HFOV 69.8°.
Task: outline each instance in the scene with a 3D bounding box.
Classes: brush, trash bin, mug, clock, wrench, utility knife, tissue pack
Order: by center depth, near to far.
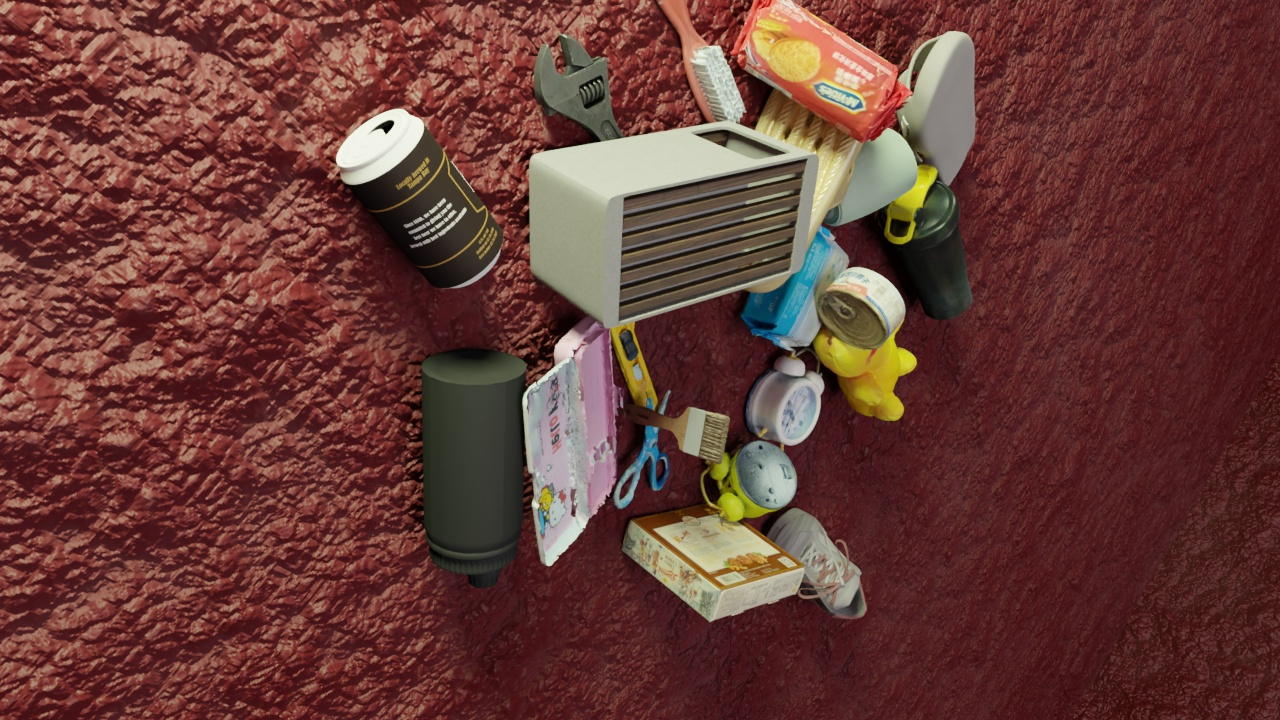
[{"bbox_3d":[0.030,-0.128,0.814,0.228,0.114,0.115,-18,127,-32],"label":"trash bin"},{"bbox_3d":[-0.014,-0.183,0.842,0.073,0.018,0.273,-52,135,-13],"label":"wrench"},{"bbox_3d":[0.055,-0.289,0.851,0.041,0.030,0.172,-48,133,-17],"label":"brush"},{"bbox_3d":[0.027,0.063,0.894,0.008,0.143,0.045,5,95,-45],"label":"brush"},{"bbox_3d":[-0.006,0.005,0.933,0.030,0.017,0.159,-32,130,-18],"label":"utility knife"},{"bbox_3d":[0.236,-0.213,1.015,0.104,0.084,0.111,-31,122,-16],"label":"mug"},{"bbox_3d":[0.173,-0.087,1.024,0.092,0.062,0.144,17,98,-50],"label":"tissue pack"},{"bbox_3d":[0.123,0.140,1.060,0.119,0.057,0.083,-4,67,-28],"label":"clock"},{"bbox_3d":[0.177,0.042,1.093,0.088,0.052,0.125,32,82,-44],"label":"clock"}]

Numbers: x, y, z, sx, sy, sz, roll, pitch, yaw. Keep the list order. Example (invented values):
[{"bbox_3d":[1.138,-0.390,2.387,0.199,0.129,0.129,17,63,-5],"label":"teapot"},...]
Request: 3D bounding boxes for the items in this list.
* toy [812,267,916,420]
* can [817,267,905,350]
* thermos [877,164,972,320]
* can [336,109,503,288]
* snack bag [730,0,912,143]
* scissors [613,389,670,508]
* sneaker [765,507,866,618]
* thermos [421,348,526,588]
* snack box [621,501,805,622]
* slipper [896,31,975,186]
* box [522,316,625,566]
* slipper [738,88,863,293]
[{"bbox_3d":[0.269,-0.018,1.124,0.194,0.088,0.134,46,58,-45],"label":"toy"},{"bbox_3d":[0.239,-0.056,0.995,0.043,0.086,0.086,-46,132,-23],"label":"can"},{"bbox_3d":[0.365,-0.139,1.161,0.098,0.098,0.221,-53,139,-12],"label":"thermos"},{"bbox_3d":[-0.163,-0.118,0.692,0.071,0.072,0.128,-49,133,-16],"label":"can"},{"bbox_3d":[0.171,-0.276,0.872,0.082,0.176,0.082,-51,170,-13],"label":"snack bag"},{"bbox_3d":[0.015,0.092,0.978,0.117,0.013,0.140,14,94,-59],"label":"scissors"},{"bbox_3d":[0.248,0.282,1.231,0.099,0.089,0.236,-54,134,-12],"label":"sneaker"},{"bbox_3d":[-0.144,0.098,0.792,0.086,0.086,0.199,-13,116,-39],"label":"thermos"},{"bbox_3d":[0.080,0.215,1.007,0.143,0.147,0.041,-3,115,-43],"label":"snack box"},{"bbox_3d":[0.340,-0.297,1.090,0.113,0.081,0.265,-59,153,1],"label":"slipper"},{"bbox_3d":[-0.062,0.074,0.846,0.152,0.037,0.201,-47,144,-49],"label":"box"},{"bbox_3d":[0.162,-0.190,0.953,0.261,0.111,0.079,-66,160,2],"label":"slipper"}]
